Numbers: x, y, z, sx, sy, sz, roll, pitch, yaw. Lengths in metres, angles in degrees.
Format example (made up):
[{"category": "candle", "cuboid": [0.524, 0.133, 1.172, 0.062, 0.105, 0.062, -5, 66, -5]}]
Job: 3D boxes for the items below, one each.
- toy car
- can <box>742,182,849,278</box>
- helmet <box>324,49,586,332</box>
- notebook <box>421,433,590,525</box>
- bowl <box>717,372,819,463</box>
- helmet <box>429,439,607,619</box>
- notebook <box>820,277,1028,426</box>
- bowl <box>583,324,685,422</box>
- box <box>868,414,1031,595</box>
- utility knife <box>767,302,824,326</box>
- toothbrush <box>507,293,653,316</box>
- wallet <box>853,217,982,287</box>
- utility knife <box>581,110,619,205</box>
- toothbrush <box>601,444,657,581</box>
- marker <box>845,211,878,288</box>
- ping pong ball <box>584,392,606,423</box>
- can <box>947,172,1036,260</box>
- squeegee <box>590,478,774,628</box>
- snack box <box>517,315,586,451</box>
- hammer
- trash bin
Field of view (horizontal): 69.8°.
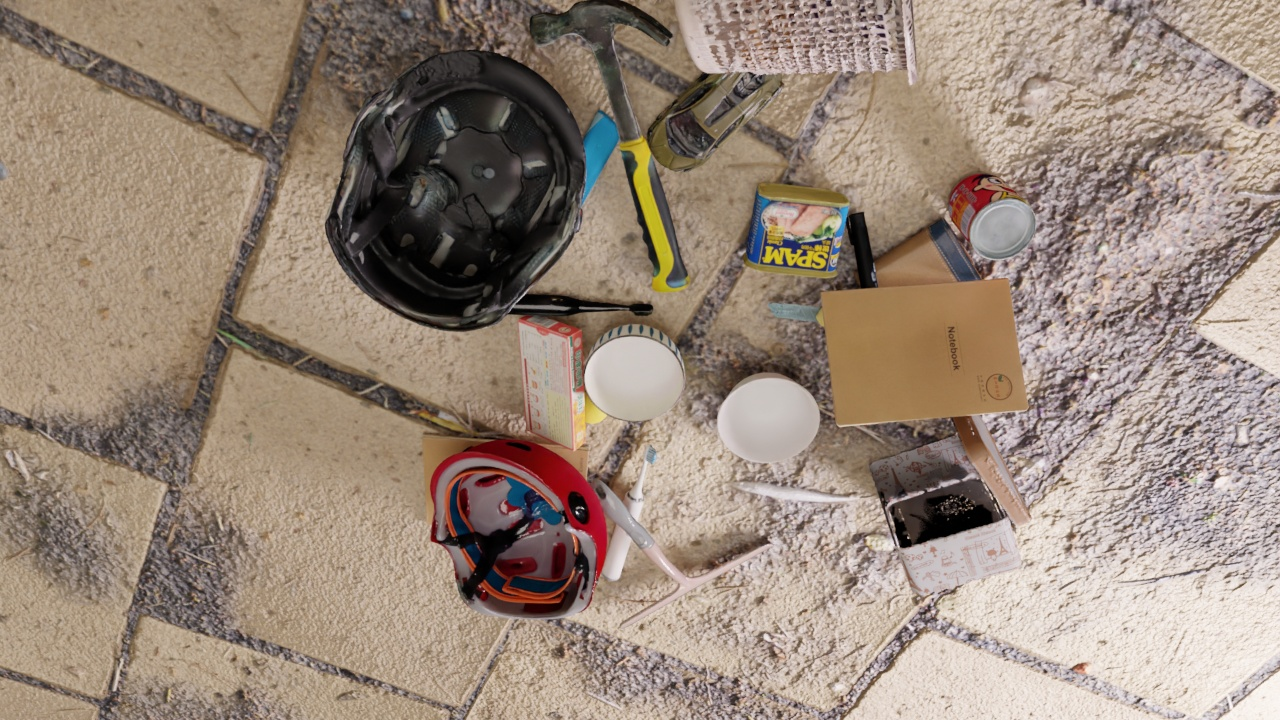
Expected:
[{"category": "toy car", "cuboid": [0.074, -0.253, 0.930, 0.070, 0.042, 0.158, 41, 116, -19]}, {"category": "can", "cuboid": [0.166, -0.140, 0.982, 0.102, 0.057, 0.083, 5, 118, -2]}, {"category": "helmet", "cuboid": [-0.173, -0.172, 0.918, 0.230, 0.156, 0.274, 27, 106, -12]}, {"category": "notebook", "cuboid": [-0.175, 0.165, 1.193, 0.211, 0.012, 0.150, 5, 121, -1]}, {"category": "bowl", "cuboid": [0.149, 0.056, 1.089, 0.118, 0.064, 0.118, 1, 119, 2]}, {"category": "helmet", "cuboid": [-0.138, 0.187, 1.117, 0.207, 0.143, 0.240, -12, 108, 25]}, {"category": "notebook", "cuboid": [0.303, -0.010, 0.981, 0.207, 0.008, 0.147, -4, 81, -3]}, {"category": "bowl", "cuboid": [-0.006, 0.006, 1.064, 0.116, 0.066, 0.117, 1, 120, 2]}, {"category": "box", "cuboid": [0.345, 0.130, 1.059, 0.157, 0.182, 0.193, -22, 116, 13]}, {"category": "utility knife", "cuboid": [0.246, -0.046, 1.028, 0.206, 0.021, 0.031, 4, 119, 4]}, {"category": "toothbrush", "cuboid": [-0.091, -0.062, 1.053, 0.212, 0.026, 0.027, 2, 154, -1]}, {"category": "wallet", "cuboid": [0.309, -0.092, 1.019, 0.115, 0.033, 0.090, -33, 111, 20]}, {"category": "utility knife", "cuboid": [-0.078, -0.172, 0.991, 0.034, 0.018, 0.205, 25, 116, -14]}, {"category": "toothbrush", "cuboid": [-0.014, 0.200, 1.199, 0.026, 0.026, 0.221, 34, 124, 29]}, {"category": "marker", "cuboid": [0.246, -0.095, 1.001, 0.022, 0.020, 0.132, -8, 100, 28]}, {"category": "ping pong ball", "cuboid": [-0.058, 0.056, 1.109, 0.040, 0.040, 0.040, 1, 120, 1]}, {"category": "can", "cuboid": [0.359, -0.151, 0.947, 0.066, 0.093, 0.067, 1, 119, 1]}, {"category": "squeegee", "cuboid": [0.012, 0.239, 1.187, 0.248, 0.040, 0.249, -32, 120, 14]}, {"category": "snack box", "cuboid": [-0.104, 0.026, 1.080, 0.077, 0.026, 0.156, 20, 125, 30]}, {"category": "hammer", "cuboid": [-0.001, -0.206, 0.936, 0.126, 0.031, 0.324, -6, 128, 17]}, {"category": "trash bin", "cuboid": [0.133, -0.340, 0.793, 0.192, 0.226, 0.228, -4, 120, 18]}]
